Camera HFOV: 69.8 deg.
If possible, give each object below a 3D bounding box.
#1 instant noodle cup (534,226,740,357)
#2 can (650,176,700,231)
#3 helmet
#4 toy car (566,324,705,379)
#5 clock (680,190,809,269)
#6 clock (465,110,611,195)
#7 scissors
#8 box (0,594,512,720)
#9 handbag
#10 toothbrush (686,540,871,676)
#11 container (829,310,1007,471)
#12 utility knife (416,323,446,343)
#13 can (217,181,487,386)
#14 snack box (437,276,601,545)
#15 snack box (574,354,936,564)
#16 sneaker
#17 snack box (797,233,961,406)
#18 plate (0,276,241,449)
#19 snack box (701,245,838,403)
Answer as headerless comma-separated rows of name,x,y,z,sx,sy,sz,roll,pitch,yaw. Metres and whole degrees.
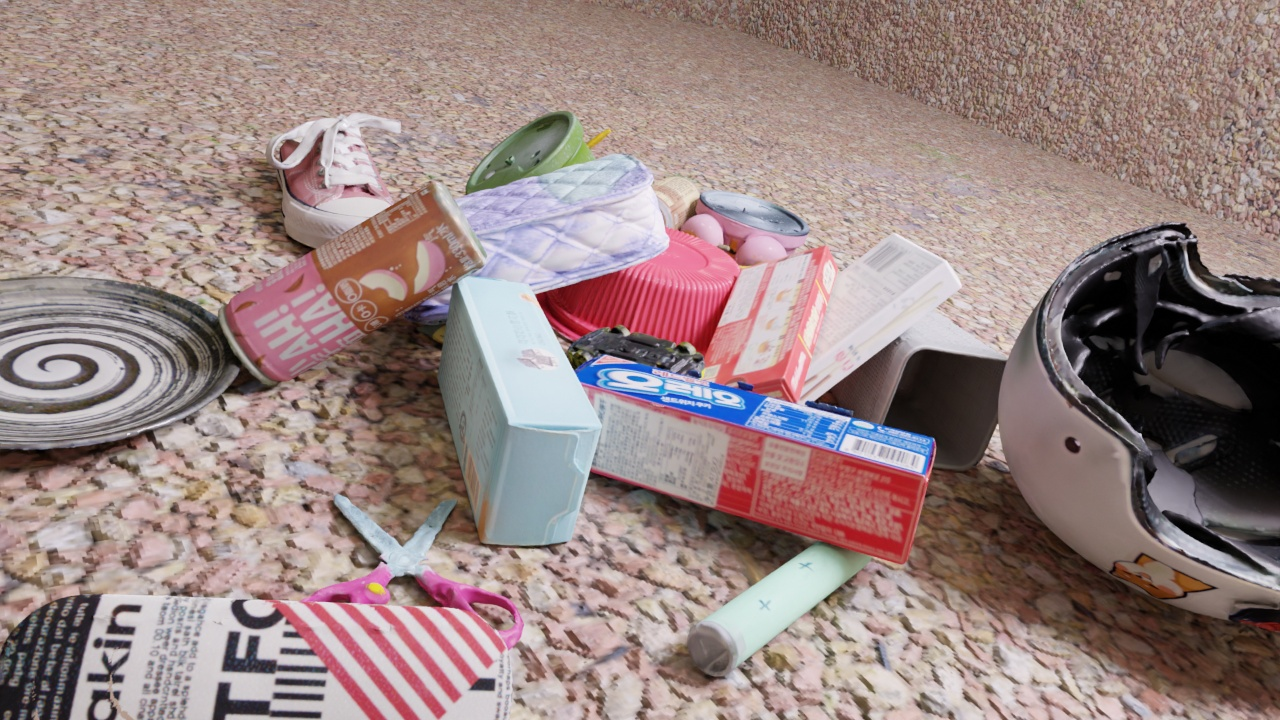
instant noodle cup,0.012,-0.061,0.749,0.194,0.066,0.193,13,26,-7
can,0.022,-0.152,0.943,0.058,0.059,0.116,22,26,12
helmet,0.342,0.059,0.575,0.274,0.157,0.229,28,59,-1
toy car,-0.004,0.004,0.639,0.105,0.032,0.048,18,39,36
clock,0.102,-0.121,0.926,0.117,0.060,0.158,23,25,13
clock,-0.097,-0.148,0.795,0.116,0.056,0.160,-5,45,42
scissors,-0.103,0.098,0.423,0.130,0.017,0.133,16,22,6
box,-0.131,0.124,0.324,0.163,0.083,0.075,6,68,-21
handbag,-0.084,-0.085,0.645,0.194,0.076,0.134,-16,24,-6
toothbrush,0.100,0.110,0.496,0.027,0.026,0.223,27,27,33
container,0.200,0.012,0.684,0.090,0.090,0.114,9,23,-15
utility knife,-0.053,0.013,0.614,0.221,0.022,0.030,18,26,20
can,-0.165,-0.045,0.535,0.147,0.058,0.058,-31,37,-3
snack box,-0.075,0.021,0.521,0.051,0.074,0.174,4,28,-24
snack box,0.055,0.050,0.521,0.208,0.058,0.057,14,22,18
sneaker,-0.255,-0.161,0.770,0.118,0.088,0.241,0,29,-31
snack box,0.143,-0.026,0.661,0.027,0.157,0.084,49,6,-24
plate,-0.309,0.002,0.489,0.179,0.024,0.179,12,27,-6
snack box,0.090,-0.022,0.655,0.075,0.025,0.152,-14,34,34
